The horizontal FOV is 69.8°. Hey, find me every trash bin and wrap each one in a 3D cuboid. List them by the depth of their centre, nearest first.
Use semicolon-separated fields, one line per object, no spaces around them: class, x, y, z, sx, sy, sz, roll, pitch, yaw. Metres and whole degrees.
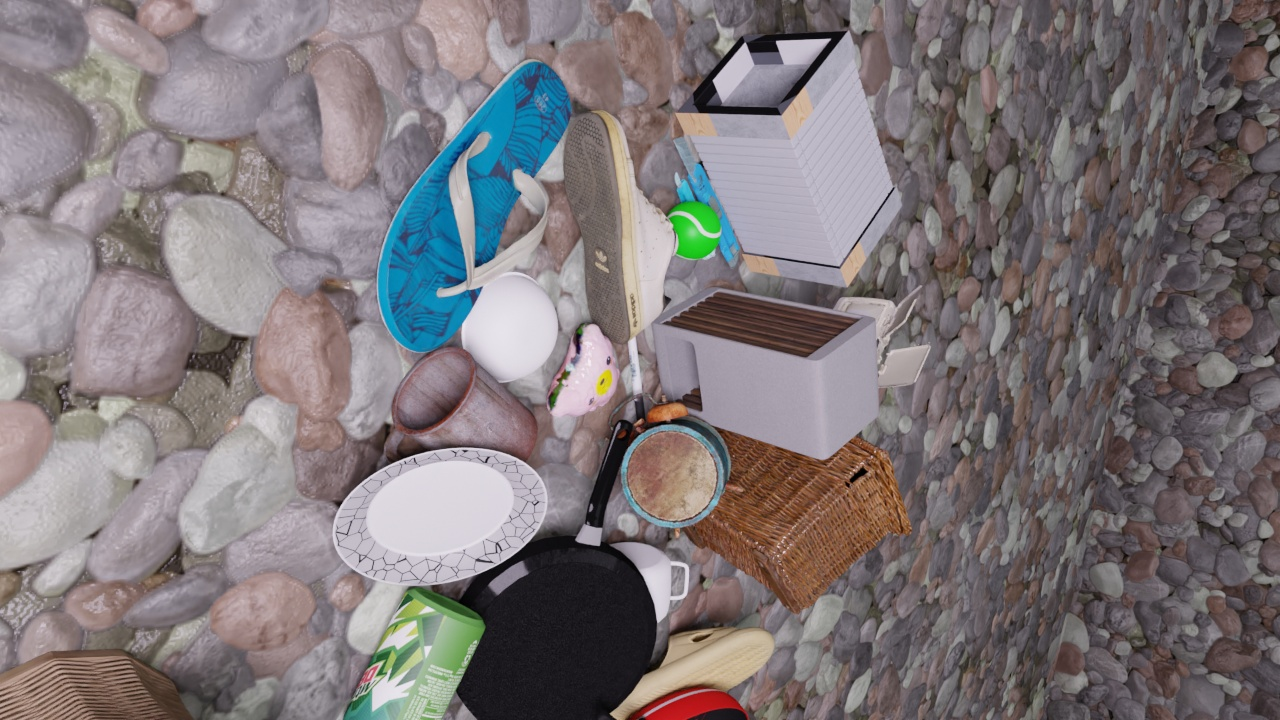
trash bin;0.137;0.007;1.029;0.114;0.229;0.114;-31;123;-38
trash bin;0.180;-0.230;1.067;0.142;0.143;0.247;-53;134;-22

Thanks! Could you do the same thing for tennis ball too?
tennis ball;0.057;-0.144;1.019;0.065;0.065;0.065;-17;114;-43

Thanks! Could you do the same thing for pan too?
pan;-0.067;0.231;0.949;0.225;0.034;0.356;15;98;-24
pan;0.011;0.442;1.074;0.209;0.067;0.356;-35;139;-2

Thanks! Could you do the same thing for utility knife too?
utility knife;0.063;-0.167;1.058;0.022;0.015;0.118;-51;131;-33
utility knife;0.080;-0.184;1.071;0.031;0.015;0.196;-57;134;-25

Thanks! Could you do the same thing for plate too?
plate;-0.178;0.138;0.826;0.188;0.016;0.189;-12;135;-12

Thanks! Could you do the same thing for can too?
can;-0.211;0.293;0.851;0.083;0.083;0.144;37;75;-46

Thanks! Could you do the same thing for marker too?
marker;-0.006;0.006;1.039;0.011;0.011;0.152;-26;120;-40

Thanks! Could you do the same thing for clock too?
clock;0.029;0.109;1.029;0.121;0.157;0.073;-38;177;11

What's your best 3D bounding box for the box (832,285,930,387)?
box;0.315;-0.029;1.255;0.066;0.186;0.145;37;68;-20

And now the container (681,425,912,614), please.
container;0.161;0.167;1.110;0.183;0.250;0.162;-44;131;-17

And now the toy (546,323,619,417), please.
toy;-0.055;0.019;0.960;0.093;0.050;0.102;35;79;-52

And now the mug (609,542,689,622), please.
mug;-0.002;0.254;1.047;0.115;0.094;0.068;0;103;-9

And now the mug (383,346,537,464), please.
mug;-0.169;0.063;0.832;0.123;0.096;0.110;-37;129;5

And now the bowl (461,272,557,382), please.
bowl;-0.115;-0.028;0.887;0.109;0.041;0.110;-17;114;-43

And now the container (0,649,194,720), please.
container;-0.364;0.320;0.609;0.226;0.196;0.227;-17;114;-43

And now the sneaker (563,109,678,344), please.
sneaker;-0.007;-0.137;0.930;0.102;0.089;0.242;-27;126;-31

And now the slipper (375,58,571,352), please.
slipper;-0.137;-0.142;0.817;0.118;0.060;0.294;41;71;-42

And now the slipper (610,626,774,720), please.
slipper;0.048;0.388;1.161;0.261;0.079;0.111;-19;139;-21
